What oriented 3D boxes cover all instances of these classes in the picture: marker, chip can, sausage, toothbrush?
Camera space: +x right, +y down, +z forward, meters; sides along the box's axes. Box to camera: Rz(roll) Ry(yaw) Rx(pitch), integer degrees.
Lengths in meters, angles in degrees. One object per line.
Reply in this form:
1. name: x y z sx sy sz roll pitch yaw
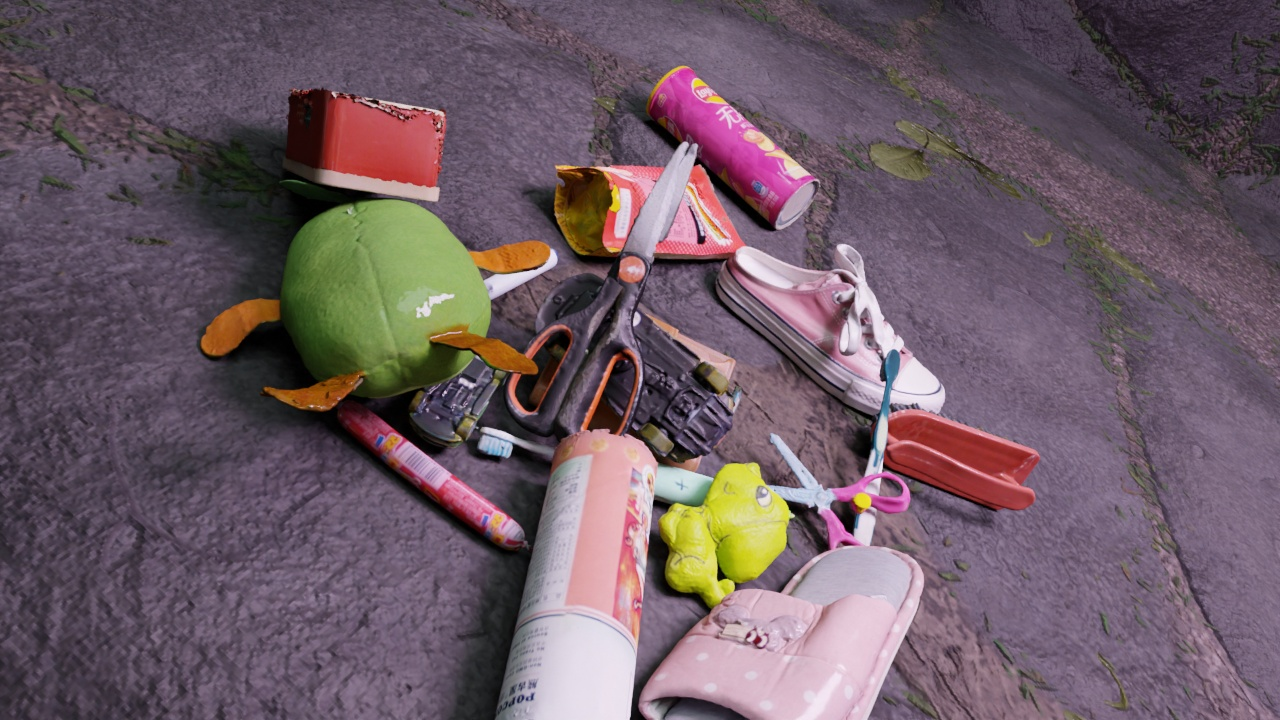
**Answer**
1. marker: -0.109 -0.065 0.732 0.022 0.018 0.130 31 37 16
2. chip can: 0.101 -0.238 1.024 0.210 0.072 0.071 46 40 19
3. sausage: -0.129 0.071 0.562 0.156 0.020 0.020 36 38 7
4. toothbrush: -0.003 0.079 0.632 0.224 0.026 0.027 18 76 -16
5. chip can: -0.033 0.134 0.513 0.071 0.071 0.214 22 38 -11
6. toothbrush: 0.188 0.070 0.736 0.016 0.018 0.191 23 59 -7

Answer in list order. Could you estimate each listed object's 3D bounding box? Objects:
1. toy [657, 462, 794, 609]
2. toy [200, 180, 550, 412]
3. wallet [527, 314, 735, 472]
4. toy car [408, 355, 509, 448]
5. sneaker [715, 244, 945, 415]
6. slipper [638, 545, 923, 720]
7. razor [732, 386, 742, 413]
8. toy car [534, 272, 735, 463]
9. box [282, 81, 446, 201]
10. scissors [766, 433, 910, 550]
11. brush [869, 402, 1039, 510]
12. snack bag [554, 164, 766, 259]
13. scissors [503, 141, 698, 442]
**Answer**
1. toy: 0.058 0.116 0.612 0.100 0.031 0.096 0 71 -23
2. toy: -0.164 -0.040 0.584 0.226 0.090 0.246 -14 37 -15
3. wallet: -0.002 0.011 0.683 0.130 0.035 0.118 26 64 -5
4. toy car: -0.119 0.022 0.609 0.043 0.036 0.091 29 42 0
5. sneaker: 0.183 -0.036 0.836 0.241 0.088 0.118 37 38 8
6. slipper: 0.091 0.164 0.540 0.114 0.054 0.273 1 16 38
7. razor: 0.015 0.012 0.717 0.132 0.028 0.043 29 64 -2
8. toy car: -0.004 0.004 0.636 0.158 0.042 0.070 43 83 7
9. box: -0.203 -0.168 0.672 0.091 0.079 0.168 4 13 -30
10. scissors: 0.138 0.112 0.684 0.133 0.017 0.125 7 62 -4
11. brush: 0.262 0.082 0.776 0.145 0.063 0.069 21 25 -11
12. snack bag: 0.020 -0.142 0.873 0.207 0.073 0.128 -7 55 -46
13. scissors: -0.026 -0.054 0.617 0.137 0.022 0.234 3 79 4
